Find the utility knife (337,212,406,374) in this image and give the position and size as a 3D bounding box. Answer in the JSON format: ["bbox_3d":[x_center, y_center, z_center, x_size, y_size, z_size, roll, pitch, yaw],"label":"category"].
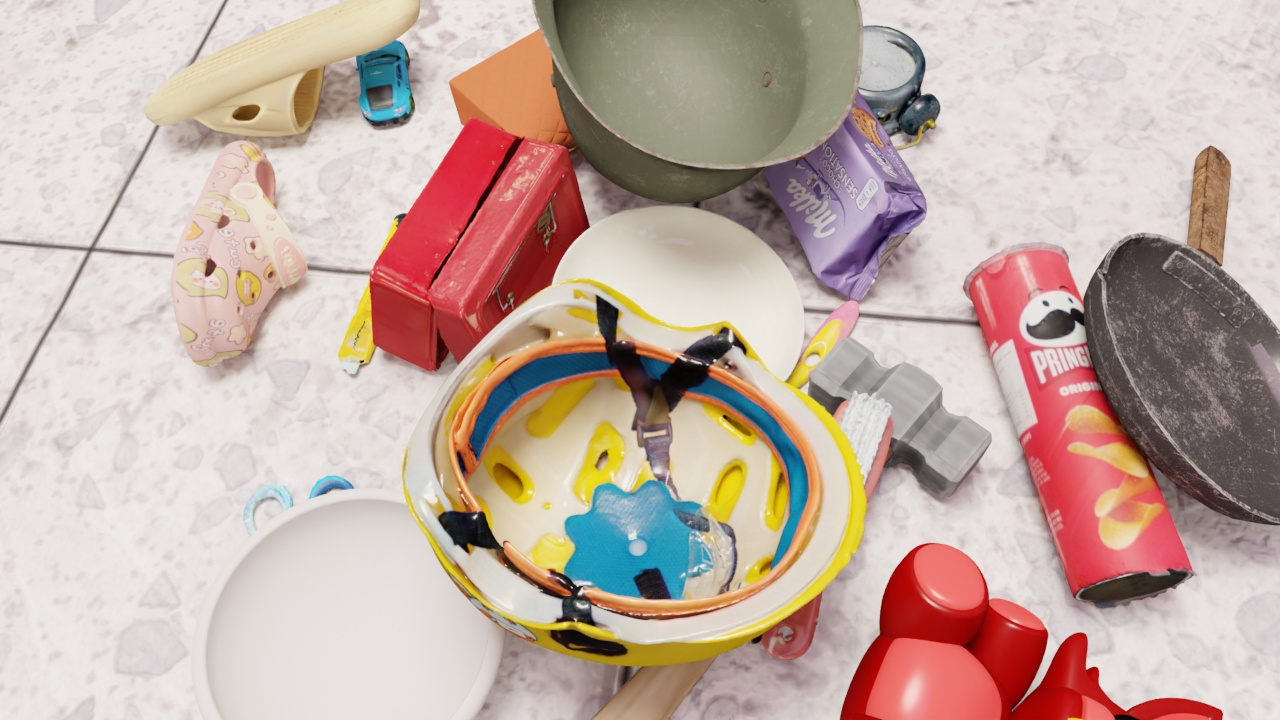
[{"bbox_3d":[-0.203,-0.056,0.724,0.030,0.017,0.155,4,63,17],"label":"utility knife"}]

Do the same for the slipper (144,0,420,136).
[{"bbox_3d":[-0.300,-0.248,0.802,0.262,0.079,0.111,-16,39,13],"label":"slipper"}]

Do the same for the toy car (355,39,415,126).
[{"bbox_3d":[-0.234,-0.257,0.831,0.048,0.032,0.105,-11,58,-2],"label":"toy car"}]

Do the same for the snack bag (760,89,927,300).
[{"bbox_3d":[0.148,-0.153,0.705,0.058,0.097,0.205,-2,56,-31],"label":"snack bag"}]

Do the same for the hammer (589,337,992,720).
[{"bbox_3d":[0.082,0.126,0.580,0.117,0.051,0.322,38,72,23],"label":"hammer"}]

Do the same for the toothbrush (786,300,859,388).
[{"bbox_3d":[0.120,0.004,0.664,0.021,0.016,0.135,32,65,22],"label":"toothbrush"}]

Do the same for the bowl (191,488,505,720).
[{"bbox_3d":[-0.169,0.170,0.555,0.176,0.066,0.176,2,58,-3],"label":"bowl"}]

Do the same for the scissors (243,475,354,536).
[{"bbox_3d":[-0.222,0.139,0.614,0.083,0.015,0.140,-13,57,-6],"label":"scissors"}]

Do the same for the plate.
[{"bbox_3d":[0.026,-0.030,0.663,0.182,0.034,0.182,3,61,-6],"label":"plate"}]

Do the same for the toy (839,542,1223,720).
[{"bbox_3d":[0.202,0.208,0.487,0.197,0.121,0.158,27,62,9],"label":"toy"}]

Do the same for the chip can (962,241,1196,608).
[{"bbox_3d":[0.279,0.037,0.598,0.073,0.073,0.232,-7,60,0],"label":"chip can"}]

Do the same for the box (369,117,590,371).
[{"bbox_3d":[-0.124,-0.079,0.664,0.123,0.137,0.157,20,62,15],"label":"box"}]

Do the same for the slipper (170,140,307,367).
[{"bbox_3d":[-0.300,-0.087,0.709,0.081,0.093,0.197,3,59,-6],"label":"slipper"}]

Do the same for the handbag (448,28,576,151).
[{"bbox_3d":[-0.058,-0.232,0.784,0.171,0.060,0.109,-37,59,-19],"label":"handbag"}]

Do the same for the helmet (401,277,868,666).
[{"bbox_3d":[-0.006,0.083,0.526,0.240,0.140,0.208,23,54,11],"label":"helmet"}]

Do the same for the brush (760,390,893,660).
[{"bbox_3d":[0.112,0.095,0.550,0.041,0.030,0.172,20,70,14],"label":"brush"}]

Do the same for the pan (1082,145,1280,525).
[{"bbox_3d":[0.387,-0.041,0.633,0.207,0.040,0.355,36,51,-8],"label":"pan"}]

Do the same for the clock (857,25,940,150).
[{"bbox_3d":[0.197,-0.223,0.768,0.090,0.052,0.129,-10,64,-1],"label":"clock"}]

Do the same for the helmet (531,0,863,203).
[{"bbox_3d":[0.024,-0.221,0.678,0.226,0.154,0.267,-5,73,-14],"label":"helmet"}]
